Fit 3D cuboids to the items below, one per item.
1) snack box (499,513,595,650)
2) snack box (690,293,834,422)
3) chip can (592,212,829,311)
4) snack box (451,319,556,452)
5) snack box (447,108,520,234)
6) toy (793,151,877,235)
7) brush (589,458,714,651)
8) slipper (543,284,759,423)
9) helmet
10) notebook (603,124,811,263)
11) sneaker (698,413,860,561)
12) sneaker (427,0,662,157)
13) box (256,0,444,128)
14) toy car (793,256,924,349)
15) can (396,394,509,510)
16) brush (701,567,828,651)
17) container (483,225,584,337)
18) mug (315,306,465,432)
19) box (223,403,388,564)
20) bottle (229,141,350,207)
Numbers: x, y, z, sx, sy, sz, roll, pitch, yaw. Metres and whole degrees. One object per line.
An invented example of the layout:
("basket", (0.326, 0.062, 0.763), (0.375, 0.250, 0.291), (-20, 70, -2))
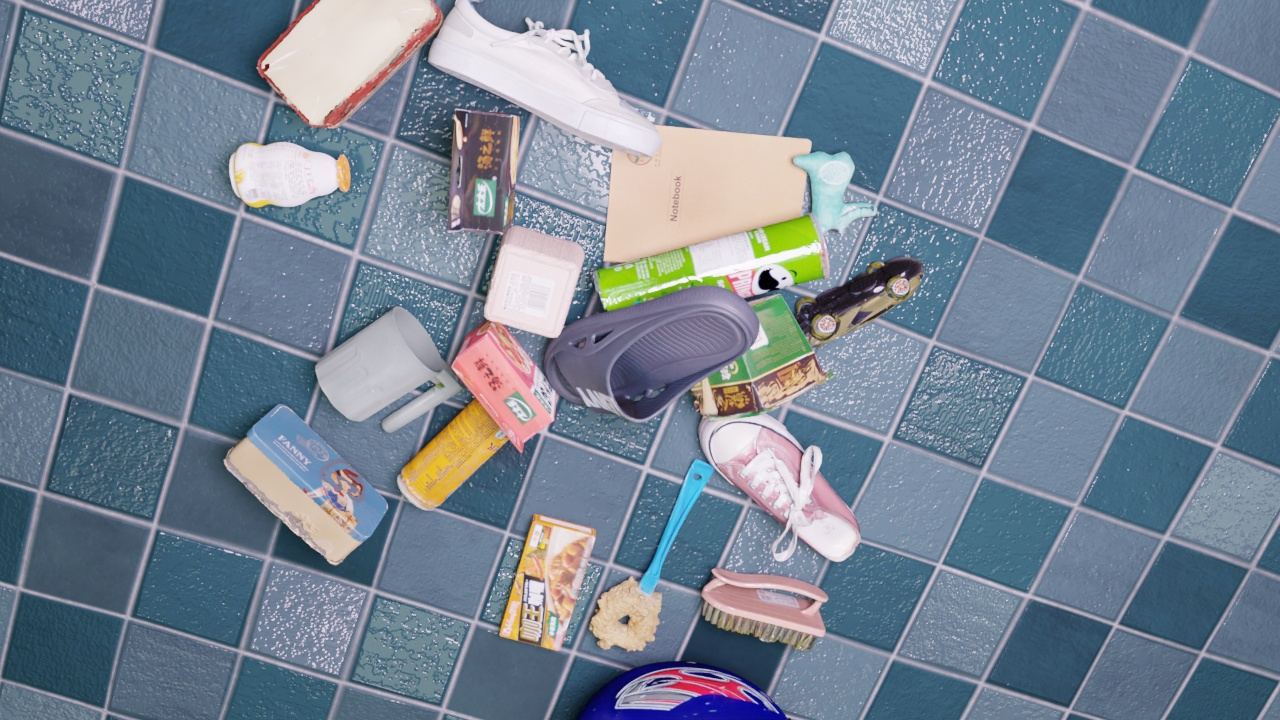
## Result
("snack box", (-0.108, 0.258, 1.067), (0.075, 0.026, 0.154), (16, 104, -7))
("snack box", (0.111, -0.006, 0.954), (0.118, 0.118, 0.105), (-24, 97, -36))
("chip can", (0.072, -0.091, 0.953), (0.236, 0.072, 0.072), (-14, 105, 2))
("snack box", (-0.137, 0.020, 0.950), (0.044, 0.127, 0.113), (-35, 105, 6))
("snack box", (-0.150, -0.184, 0.895), (0.053, 0.125, 0.113), (5, 104, -5))
("toy", (0.205, -0.175, 0.969), (0.096, 0.030, 0.092), (-4, 110, -10))
("brush", (0.019, 0.229, 1.065), (0.083, 0.046, 0.255), (25, 98, -5))
("slipper", (-0.005, 0.005, 0.909), (0.269, 0.083, 0.110), (-20, 128, 40))
("helmet", (0.068, 0.465, 1.022), (0.315, 0.248, 0.240), (13, 70, -4))
("notebook", (0.070, -0.169, 0.973), (0.207, 0.008, 0.148), (4, 105, -5))
("sneaker", (0.163, 0.144, 1.020), (0.118, 0.087, 0.241), (-43, 104, 8))
("sneaker", (-0.081, -0.281, 0.898), (0.242, 0.089, 0.091), (25, 98, -3))
("box", (-0.276, -0.305, 0.879), (0.168, 0.080, 0.091), (-41, 103, 8))
("toy car", (0.230, -0.062, 0.978), (0.158, 0.070, 0.042), (-29, 113, 6))
("can", (-0.196, 0.097, 1.002), (0.146, 0.058, 0.058), (-43, 103, 8))
("brush", (0.142, 0.284, 1.071), (0.145, 0.063, 0.073), (16, 107, -5))
("container", (-0.109, -0.079, 0.933), (0.090, 0.111, 0.090), (16, 103, -7))
("mug", (-0.264, 0.018, 0.973), (0.103, 0.083, 0.124), (-32, 129, 6))
("box", (-0.361, 0.128, 0.986), (0.059, 0.089, 0.184), (-38, 105, 13))
("bottle", (-0.348, -0.185, 0.915), (0.108, 0.063, 0.063), (-2, 105, -2))
